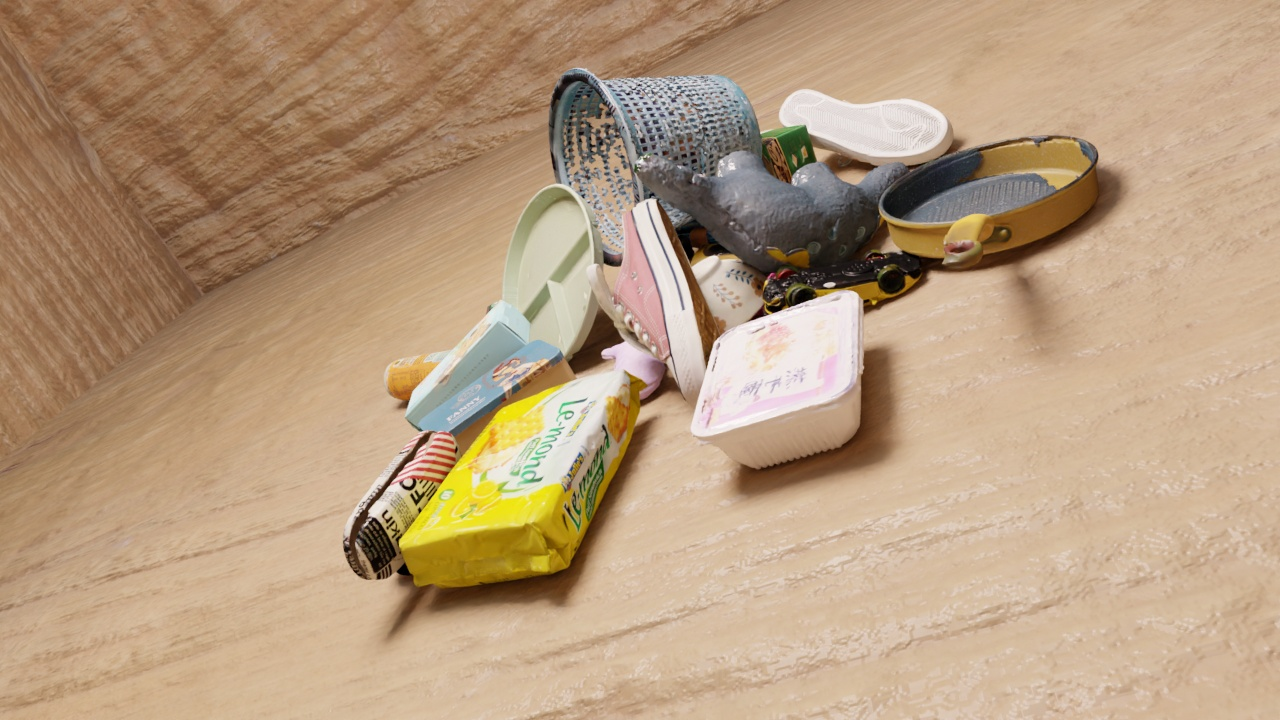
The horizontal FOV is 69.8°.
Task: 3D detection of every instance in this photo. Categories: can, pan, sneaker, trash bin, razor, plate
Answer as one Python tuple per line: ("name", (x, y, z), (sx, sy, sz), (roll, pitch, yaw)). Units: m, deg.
("can", (-0.276, 0.020, 1.213), (0.146, 0.058, 0.058), (-7, 31, 41))
("pan", (0.299, -0.133, 0.808), (0.198, 0.078, 0.356), (-10, 27, 28))
("sneaker", (0.015, -0.048, 0.888), (0.088, 0.118, 0.240), (-26, 58, 14))
("trash bin", (0.026, -0.243, 1.082), (0.194, 0.227, 0.227), (-19, 18, -23))
("razor", (0.099, -0.119, 1.069), (0.168, 0.068, 0.062), (1, 36, 39))
("plate", (-0.108, -0.097, 1.112), (0.027, 0.230, 0.231), (6, 2, -34))
("sneaker", (0.293, -0.285, 1.179), (0.242, 0.090, 0.089), (26, 87, 42))

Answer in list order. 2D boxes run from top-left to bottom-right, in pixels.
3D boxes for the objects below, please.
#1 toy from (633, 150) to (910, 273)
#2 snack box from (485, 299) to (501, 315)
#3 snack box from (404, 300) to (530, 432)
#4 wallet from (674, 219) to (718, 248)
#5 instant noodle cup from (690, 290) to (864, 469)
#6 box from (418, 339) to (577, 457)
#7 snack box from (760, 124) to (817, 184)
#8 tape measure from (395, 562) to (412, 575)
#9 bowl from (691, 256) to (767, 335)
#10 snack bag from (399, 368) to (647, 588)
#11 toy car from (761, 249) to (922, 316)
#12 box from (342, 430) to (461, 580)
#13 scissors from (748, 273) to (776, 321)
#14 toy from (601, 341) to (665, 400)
("toy", (0.152, -0.154, 0.946), (0.355, 0.137, 0.092), (-2, -10, -30))
("snack box", (-0.154, -0.063, 1.262), (0.113, 0.053, 0.125), (-26, 28, 9))
("snack box", (-0.206, 0.012, 1.097), (0.175, 0.051, 0.074), (-44, 21, 13))
("wallet", (0.109, -0.163, 1.148), (0.106, 0.040, 0.133), (-16, 10, -39))
("instant noodle cup", (0.123, 0.020, 0.751), (0.138, 0.060, 0.173), (-19, 26, 23))
("box", (-0.157, 0.054, 1.004), (0.184, 0.062, 0.090), (-35, 23, -18))
("snack box", (0.166, -0.250, 1.192), (0.105, 0.117, 0.118), (-38, 27, -30))
("tape measure", (-0.208, 0.171, 0.849), (0.057, 0.039, 0.057), (-32, 31, -24))
("bowl", (0.076, -0.070, 0.964), (0.113, 0.062, 0.113), (-34, 18, 12))
("snack bag", (-0.095, 0.105, 0.817), (0.158, 0.068, 0.245), (-16, 27, 30))
("toy car", (0.192, -0.072, 0.877), (0.156, 0.041, 0.071), (-12, 24, 2))
("box", (-0.203, 0.125, 0.816), (0.060, 0.072, 0.163), (-22, 25, 34))
("scissors", (0.121, -0.062, 0.982), (0.133, 0.017, 0.133), (-39, 21, -11))
("toy", (-0.006, 0.006, 0.954), (0.084, 0.039, 0.107), (-18, 31, 13))
